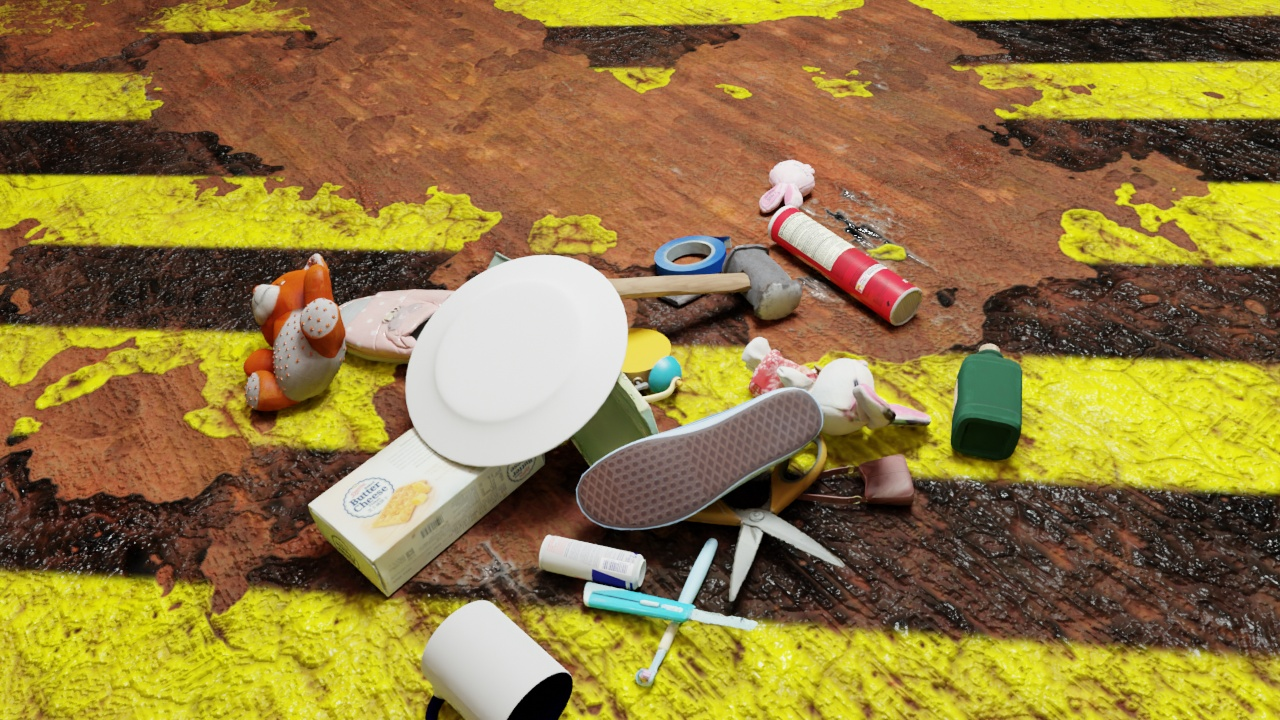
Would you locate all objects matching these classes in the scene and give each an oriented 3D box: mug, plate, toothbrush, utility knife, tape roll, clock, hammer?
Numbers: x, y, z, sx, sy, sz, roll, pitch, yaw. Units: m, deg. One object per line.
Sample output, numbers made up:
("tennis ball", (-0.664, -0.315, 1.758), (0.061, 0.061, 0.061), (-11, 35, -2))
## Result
("mug", (-0.125, 0.267, 0.735), (0.097, 0.078, 0.112), (31, 82, 32))
("plate", (-0.129, -0.009, 0.913), (0.243, 0.016, 0.242), (-10, 58, 16))
("toothbrush", (0.035, 0.217, 0.807), (0.022, 0.016, 0.154), (-20, 27, 45))
("utility knife", (0.024, 0.213, 0.792), (0.162, 0.015, 0.022), (2, 49, 23))
("tape roll", (0.063, -0.128, 1.154), (0.091, 0.016, 0.092), (2, 36, 21))
("clock", (-0.006, 0.006, 1.017), (0.099, 0.044, 0.129), (-7, 36, -2))
("hammer", (0.031, -0.084, 1.036), (0.327, 0.052, 0.098), (-5, 41, -27))

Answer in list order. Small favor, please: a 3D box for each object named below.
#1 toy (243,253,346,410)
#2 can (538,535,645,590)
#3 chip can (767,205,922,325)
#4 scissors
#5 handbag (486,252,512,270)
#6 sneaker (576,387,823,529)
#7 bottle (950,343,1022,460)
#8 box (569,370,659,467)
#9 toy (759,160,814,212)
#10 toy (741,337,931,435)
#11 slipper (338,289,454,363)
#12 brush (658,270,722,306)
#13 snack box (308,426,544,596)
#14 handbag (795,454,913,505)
("toy", (-0.394, -0.039, 1.047), (0.092, 0.164, 0.172), (23, 28, -39))
("can", (-0.044, 0.184, 0.837), (0.095, 0.032, 0.032), (9, 45, 15))
("chip can", (0.244, -0.118, 1.115), (0.051, 0.052, 0.215), (-28, 48, -22))
("scissors", (0.098, 0.135, 0.869), (0.230, 0.016, 0.224), (8, 40, 24))
("handbag", (-0.119, -0.072, 1.068), (0.122, 0.106, 0.067), (28, 93, 31))
("sneaker", (0.060, 0.097, 0.877), (0.241, 0.098, 0.083), (-23, 83, 3))
("bottle", (0.354, 0.033, 0.937), (0.061, 0.061, 0.131), (11, 46, 13))
("box", (-0.047, 0.028, 0.942), (0.066, 0.128, 0.188), (-10, 45, -38))
("toy", (0.202, -0.240, 1.252), (0.064, 0.047, 0.109), (5, 47, 23))
("toy", (0.189, 0.032, 0.934), (0.194, 0.159, 0.084), (21, 93, 37))
("slipper", (-0.249, -0.040, 1.077), (0.275, 0.054, 0.113), (10, 45, 17))
("brush", (0.090, -0.105, 1.145), (0.151, 0.012, 0.039), (-28, 47, -24))
("snack box", (-0.205, 0.121, 0.902), (0.104, 0.058, 0.207), (29, 53, 31))
("handbag", (0.200, 0.120, 0.890), (0.120, 0.029, 0.055), (-6, 41, 6))
